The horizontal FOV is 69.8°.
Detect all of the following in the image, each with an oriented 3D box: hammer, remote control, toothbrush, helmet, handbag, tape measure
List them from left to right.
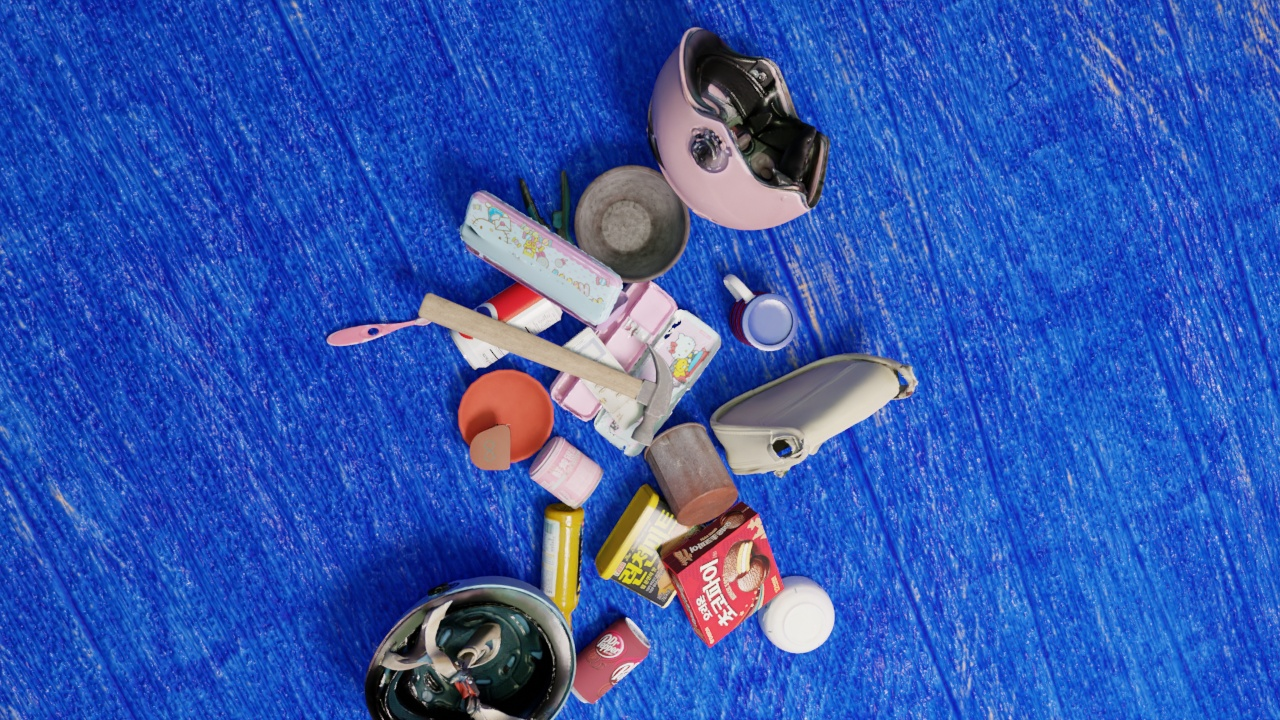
[{"bbox_3d":[-0.332,-0.039,1.169,0.135,0.016,0.021,-13,98,-7],"label":"toothbrush"},{"bbox_3d":[-0.206,0.374,1.158,0.266,0.166,0.225,-31,99,5],"label":"helmet"},{"bbox_3d":[-0.191,0.109,1.169,0.051,0.019,0.059,1,90,-6],"label":"tape measure"},{"bbox_3d":[-0.113,-0.007,1.135,0.331,0.031,0.119,22,94,-10],"label":"hammer"},{"bbox_3d":[-0.043,0.024,1.167,0.050,0.011,0.136,-39,103,-1],"label":"remote control"},{"bbox_3d":[0.104,-0.270,1.118,0.255,0.229,0.153,42,133,-21],"label":"helmet"},{"bbox_3d":[0.228,0.087,1.191,0.228,0.184,0.132,-31,103,-20],"label":"handbag"}]

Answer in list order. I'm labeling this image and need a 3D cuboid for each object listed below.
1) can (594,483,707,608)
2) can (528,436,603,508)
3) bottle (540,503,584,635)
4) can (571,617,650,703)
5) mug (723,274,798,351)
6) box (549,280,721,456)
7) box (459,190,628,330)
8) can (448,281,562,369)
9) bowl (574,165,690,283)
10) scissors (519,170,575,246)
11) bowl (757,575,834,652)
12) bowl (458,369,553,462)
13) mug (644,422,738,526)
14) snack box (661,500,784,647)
[{"bbox_3d":[0.018,0.249,1.227,0.101,0.072,0.131,32,91,-13],"label":"can"},{"bbox_3d":[-0.098,0.145,1.199,0.076,0.067,0.067,38,90,-11],"label":"can"},{"bbox_3d":[-0.106,0.286,1.223,0.053,0.053,0.186,3,97,-9],"label":"bottle"},{"bbox_3d":[-0.046,0.405,1.240,0.114,0.063,0.063,-41,101,-2],"label":"can"},{"bbox_3d":[0.149,-0.067,1.204,0.075,0.076,0.112,-39,101,-2],"label":"mug"},{"bbox_3d":[-0.008,0.006,1.205,0.155,0.059,0.201,38,91,-13],"label":"box"},{"bbox_3d":[-0.109,-0.131,1.108,0.214,0.089,0.093,32,131,9],"label":"box"},{"bbox_3d":[-0.170,-0.050,1.163,0.132,0.070,0.070,-33,100,-3],"label":"can"},{"bbox_3d":[-0.014,-0.172,1.172,0.145,0.067,0.145,-1,97,-8],"label":"bowl"},{"bbox_3d":[-0.114,-0.177,1.182,0.120,0.019,0.150,25,95,-11],"label":"scissors"},{"bbox_3d":[0.220,0.358,1.278,0.105,0.054,0.105,-1,98,-7],"label":"bowl"},{"bbox_3d":[-0.175,0.070,1.195,0.122,0.035,0.122,-1,97,-8],"label":"bowl"},{"bbox_3d":[0.075,0.152,1.201,0.096,0.110,0.122,-38,146,26],"label":"mug"},{"bbox_3d":[0.113,0.284,1.217,0.132,0.036,0.152,-33,125,-17],"label":"snack box"}]
